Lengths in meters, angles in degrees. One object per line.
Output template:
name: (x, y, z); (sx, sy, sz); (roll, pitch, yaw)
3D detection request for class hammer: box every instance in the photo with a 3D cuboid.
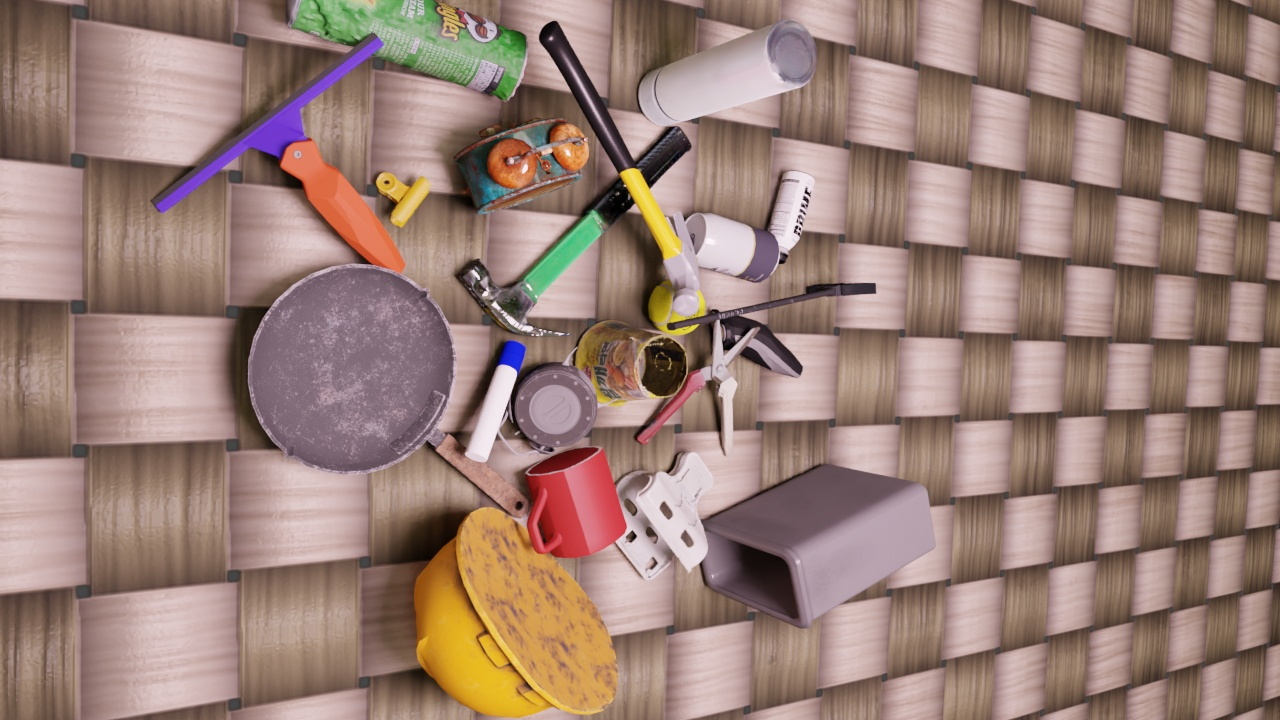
hammer: (0.153, -0.064, 1.076); (0.324, 0.095, 0.015); (-14, 101, -42)
hammer: (-0.015, -0.201, 0.953); (0.324, 0.029, 0.126); (58, 22, -32)
hammer: (-0.051, -0.152, 1.026); (0.318, 0.032, 0.130); (-48, 114, -19)

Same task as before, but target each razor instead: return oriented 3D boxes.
razor: (0.149, -0.017, 1.145); (0.156, 0.057, 0.060); (18, 116, -30)

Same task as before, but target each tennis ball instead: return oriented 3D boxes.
tennis ball: (0.042, -0.062, 1.067); (0.065, 0.065, 0.065); (-2, 95, -31)

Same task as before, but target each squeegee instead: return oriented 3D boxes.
squeegee: (-0.286, -0.152, 0.861); (0.249, 0.055, 0.185); (-40, 121, -6)

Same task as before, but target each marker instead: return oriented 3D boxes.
marker: (-0.150, 0.042, 0.957); (0.027, 0.023, 0.132); (71, 30, -57)

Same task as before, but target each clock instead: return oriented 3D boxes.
clock: (-0.115, -0.202, 0.909); (0.121, 0.158, 0.073); (-23, 98, -28)
clock: (-0.096, 0.050, 0.995); (0.123, 0.043, 0.091); (-36, 104, 6)

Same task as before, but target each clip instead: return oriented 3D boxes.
clip: (0.038, 0.176, 1.077); (0.150, 0.110, 0.127); (-39, 115, -12)
clip: (-0.238, -0.166, 0.914); (0.054, 0.046, 0.048); (-56, 142, -14)

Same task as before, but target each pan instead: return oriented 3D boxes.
pan: (-0.233, 0.057, 0.929); (0.207, 0.040, 0.357); (-54, 124, -19)

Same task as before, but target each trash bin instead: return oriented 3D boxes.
trash bin: (0.211, 0.215, 1.118); (0.219, 0.192, 0.097); (-19, 103, -30)

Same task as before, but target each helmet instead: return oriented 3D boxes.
helmet: (-0.147, 0.278, 0.930); (0.131, 0.205, 0.255); (-32, 129, 11)

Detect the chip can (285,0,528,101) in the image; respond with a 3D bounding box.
chip can: (-0.223, -0.319, 0.885); (0.223, 0.075, 0.075); (12, 87, -30)

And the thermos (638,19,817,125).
thermos: (0.086, -0.301, 0.978); (0.067, 0.230, 0.068); (-2, 93, -33)

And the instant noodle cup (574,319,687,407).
instant noodle cup: (-0.006, 0.006, 1.018); (0.102, 0.108, 0.102); (-2, 93, -33)

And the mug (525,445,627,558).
mug: (-0.079, 0.158, 0.990); (0.116, 0.081, 0.096); (-27, 104, -49)

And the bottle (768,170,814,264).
bottle: (0.186, -0.179, 1.159); (0.041, 0.041, 0.116); (19, 84, -31)

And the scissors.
scissors: (0.085, 0.047, 1.104); (0.199, 0.015, 0.179); (-41, 126, -2)

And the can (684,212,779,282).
can: (0.102, -0.136, 1.098); (0.127, 0.064, 0.064); (12, 87, -31)
